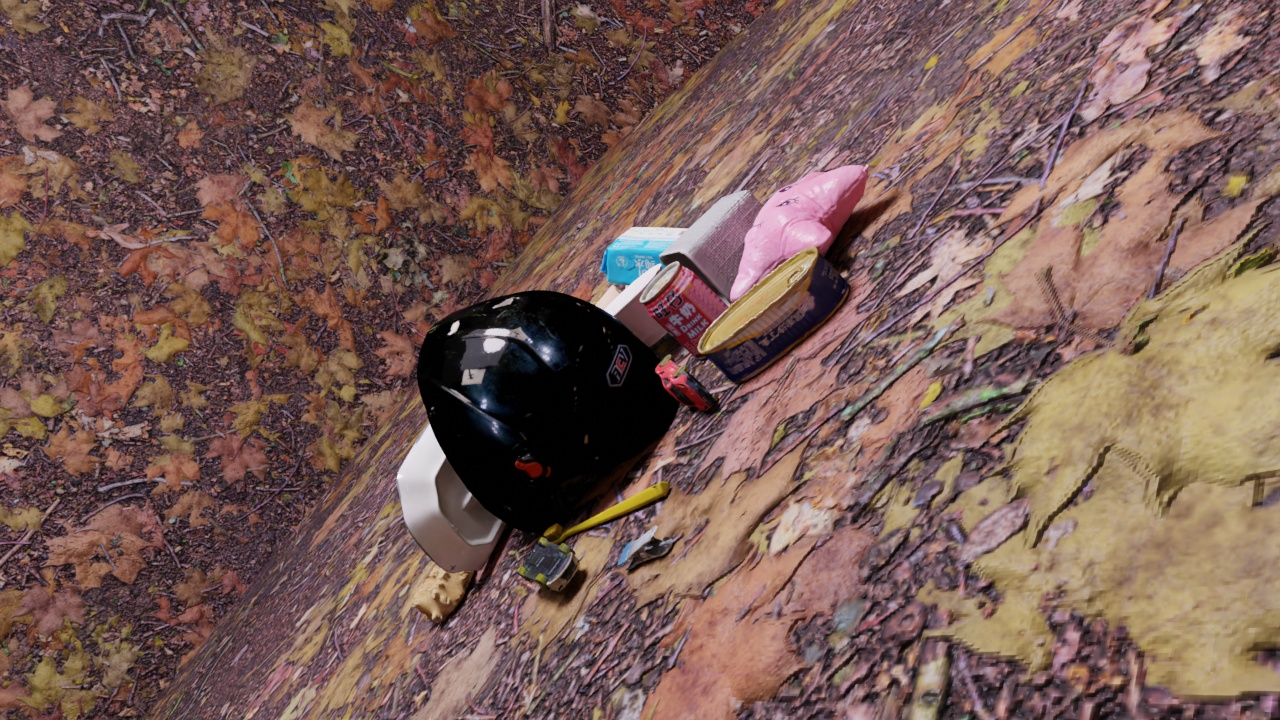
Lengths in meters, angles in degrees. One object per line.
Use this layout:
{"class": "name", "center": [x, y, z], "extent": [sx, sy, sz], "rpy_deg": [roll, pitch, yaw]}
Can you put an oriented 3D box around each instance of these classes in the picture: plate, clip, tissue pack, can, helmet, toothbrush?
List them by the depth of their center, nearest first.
{"class": "clip", "center": [0.004, 0.155, 0.756], "extent": [0.057, 0.033, 0.025], "rpy_deg": [-42, 12, 44]}
{"class": "can", "center": [0.123, -0.041, 0.856], "extent": [0.148, 0.049, 0.074], "rpy_deg": [-40, 17, 25]}
{"class": "toothbrush", "center": [-0.037, 0.147, 0.883], "extent": [0.191, 0.016, 0.015], "rpy_deg": [-32, 22, 45]}
{"class": "helmet", "center": [-0.105, 0.035, 0.991], "extent": [0.275, 0.230, 0.232], "rpy_deg": [-12, 36, 32]}
{"class": "can", "center": [0.052, -0.055, 0.998], "extent": [0.067, 0.094, 0.066], "rpy_deg": [-43, 16, 15]}
{"class": "plate", "center": [-0.195, 0.131, 1.102], "extent": [0.034, 0.162, 0.264], "rpy_deg": [-22, 25, 27]}
{"class": "tissue pack", "center": [0.024, -0.136, 1.235], "extent": [0.140, 0.063, 0.089], "rpy_deg": [5, 28, 21]}

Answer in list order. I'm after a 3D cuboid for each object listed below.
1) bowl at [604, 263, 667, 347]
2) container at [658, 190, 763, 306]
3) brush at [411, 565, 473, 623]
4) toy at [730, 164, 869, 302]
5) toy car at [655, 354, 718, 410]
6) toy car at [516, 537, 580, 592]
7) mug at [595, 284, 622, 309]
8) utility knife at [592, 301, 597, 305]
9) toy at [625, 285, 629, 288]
{"class": "bowl", "center": [0.001, -0.053, 1.107], "extent": [0.118, 0.065, 0.118], "rpy_deg": [-41, 11, 9]}
{"class": "container", "center": [0.100, -0.132, 1.081], "extent": [0.114, 0.090, 0.090], "rpy_deg": [-47, 15, -11]}
{"class": "brush", "center": [-0.210, 0.210, 1.126], "extent": [0.083, 0.046, 0.253], "rpy_deg": [-38, 23, 43]}
{"class": "toy", "center": [0.169, -0.147, 0.950], "extent": [0.179, 0.074, 0.194], "rpy_deg": [-37, 17, 33]}
{"class": "toy car", "center": [0.044, 0.025, 0.908], "extent": [0.031, 0.049, 0.106], "rpy_deg": [-48, 15, -2]}
{"class": "toy car", "center": [-0.083, 0.193, 0.857], "extent": [0.042, 0.035, 0.091], "rpy_deg": [-54, 17, -20]}
{"class": "mug", "center": [-0.045, -0.038, 1.219], "extent": [0.103, 0.084, 0.124], "rpy_deg": [-48, 35, 4]}
{"class": "utility knife", "center": [-0.050, -0.076, 1.366], "extent": [0.031, 0.021, 0.206], "rpy_deg": [-52, -13, 14]}
{"class": "toy", "center": [-0.035, -0.060, 1.304], "extent": [0.157, 0.066, 0.105], "rpy_deg": [-59, 13, -17]}
